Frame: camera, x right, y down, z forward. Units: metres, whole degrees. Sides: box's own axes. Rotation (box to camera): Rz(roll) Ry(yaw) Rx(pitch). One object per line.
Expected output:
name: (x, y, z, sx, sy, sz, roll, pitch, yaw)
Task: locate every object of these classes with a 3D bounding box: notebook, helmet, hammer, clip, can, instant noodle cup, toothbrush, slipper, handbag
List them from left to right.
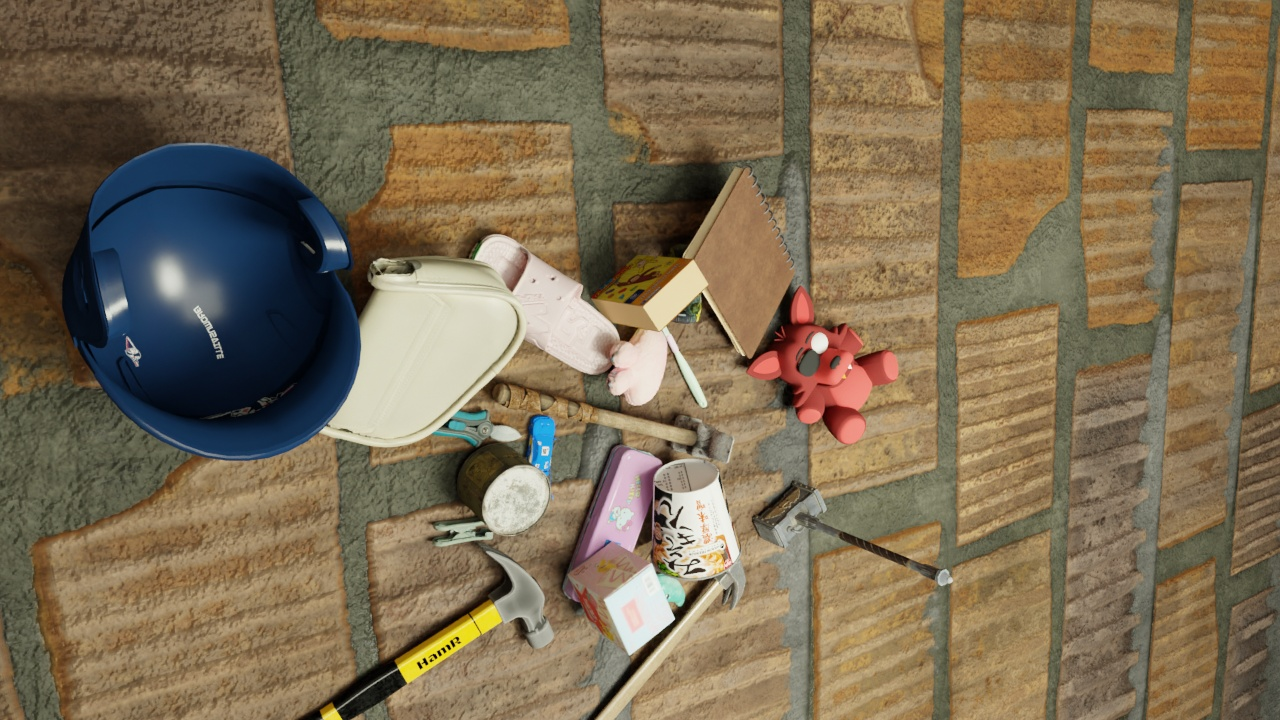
helmet: (-0.385, -0.035, 0.837, 0.231, 0.224, 0.272, -26, 81, -37)
handbag: (-0.255, -0.022, 0.987, 0.183, 0.132, 0.229, 17, 112, -44)
hammer: (-0.261, 0.351, 1.095, 0.323, 0.034, 0.170, -30, 119, -21)
clip: (-0.215, 0.206, 1.110, 0.076, 0.023, 0.044, -1, 97, -34)
can: (-0.164, 0.153, 1.096, 0.089, 0.075, 0.090, -13, 114, -32)
slipper: (-0.108, -0.058, 1.108, 0.239, 0.064, 0.094, 38, 78, -32)
hammer: (-0.033, 0.075, 1.164, 0.318, 0.122, 0.049, 15, 90, -25)
hammer: (0.034, 0.406, 1.284, 0.330, 0.031, 0.119, -48, 136, -14)
toothbrush: (0.056, 0.002, 1.249, 0.022, 0.015, 0.155, -23, 114, 13)
instant noodle cup: (0.067, 0.204, 1.215, 0.123, 0.124, 0.122, -22, 117, -28)
notebook: (0.139, -0.129, 1.222, 0.167, 0.024, 0.225, -61, 143, -19)
hammer: (0.294, 0.247, 1.255, 0.098, 0.322, 0.044, -37, 115, -22)

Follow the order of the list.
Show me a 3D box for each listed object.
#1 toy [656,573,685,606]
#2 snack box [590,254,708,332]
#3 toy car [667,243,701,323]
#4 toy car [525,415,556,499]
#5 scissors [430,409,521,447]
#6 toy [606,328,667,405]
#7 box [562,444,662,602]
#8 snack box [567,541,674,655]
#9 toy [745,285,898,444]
toy: (0.018, 0.337, 1.273, 0.105, 0.033, 0.085, -31, 124, -25)
snack box: (0.009, -0.085, 1.139, 0.088, 0.126, 0.040, -44, 118, -19)
toy car: (0.061, -0.102, 1.218, 0.033, 0.048, 0.105, -16, 111, -63)
toy car: (-0.115, 0.119, 1.133, 0.033, 0.062, 0.092, 5, 95, -33)
scissors: (-0.207, 0.071, 1.092, 0.136, 0.019, 0.138, -27, 118, -20)
toy: (-0.007, 0.007, 1.175, 0.105, 0.053, 0.108, -8, 113, -55)
box: (-0.037, 0.219, 1.217, 0.076, 0.033, 0.214, 23, 86, -34)
snack box: (-0.025, 0.299, 1.160, 0.079, 0.095, 0.093, -32, 115, -25)
toy: (0.263, 0.010, 1.327, 0.197, 0.121, 0.158, 38, 80, -22)
